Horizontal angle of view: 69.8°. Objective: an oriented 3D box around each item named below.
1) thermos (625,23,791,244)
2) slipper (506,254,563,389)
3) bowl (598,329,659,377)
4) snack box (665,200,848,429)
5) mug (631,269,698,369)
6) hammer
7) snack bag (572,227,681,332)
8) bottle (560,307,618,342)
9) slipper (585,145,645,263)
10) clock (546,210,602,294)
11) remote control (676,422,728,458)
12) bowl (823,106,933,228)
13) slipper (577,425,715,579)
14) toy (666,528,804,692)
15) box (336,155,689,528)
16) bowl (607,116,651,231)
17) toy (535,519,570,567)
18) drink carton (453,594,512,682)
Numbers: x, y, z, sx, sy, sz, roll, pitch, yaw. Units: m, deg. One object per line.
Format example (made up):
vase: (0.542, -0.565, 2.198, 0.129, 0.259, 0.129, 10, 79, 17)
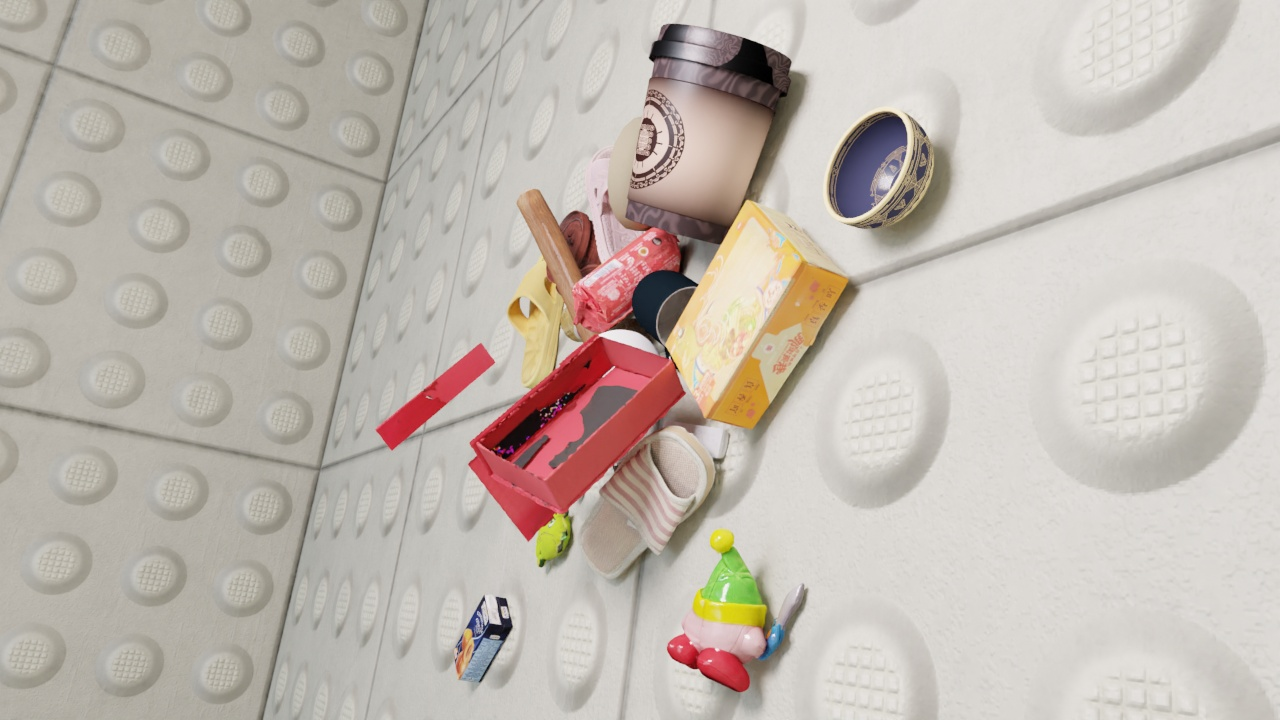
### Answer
thermos: (0.072, -0.266, 1.105, 0.173, 0.172, 0.226, 35, 113, 61)
slipper: (-0.182, -0.079, 1.545, 0.100, 0.078, 0.263, -33, 49, 53)
bowl: (-0.007, 0.007, 1.177, 0.114, 0.050, 0.115, 45, 154, 30)
snack box: (0.122, -0.046, 0.973, 0.196, 0.080, 0.145, -61, 30, 24)
mug: (0.041, -0.047, 1.134, 0.094, 0.085, 0.122, -136, 37, -60)
hammer: (-0.107, -0.112, 1.305, 0.158, 0.037, 0.300, -36, 72, 35)
snack bag: (-0.014, -0.106, 1.201, 0.176, 0.082, 0.082, -40, 20, -21)
bottle: (-0.046, -0.077, 1.321, 0.166, 0.059, 0.059, -24, 54, 44)
slipper: (-0.024, -0.228, 1.322, 0.065, 0.094, 0.238, -45, 42, 48)
clock: (-0.090, -0.151, 1.421, 0.121, 0.072, 0.157, -18, 59, 57)
remote control: (0.062, 0.092, 1.080, 0.131, 0.012, 0.033, 2, 79, 61)
bowl: (0.233, -0.173, 0.863, 0.113, 0.061, 0.112, -37, 44, 48)
slipper: (-0.006, 0.179, 1.077, 0.115, 0.052, 0.264, 51, 131, 17)
toy: (0.085, 0.241, 0.885, 0.124, 0.097, 0.131, 6, 62, 55)
box: (-0.118, -0.022, 0.992, 0.216, 0.352, 0.198, -41, 35, -27)
bowl: (0.020, -0.245, 1.221, 0.050, 0.152, 0.152, 14, 87, 31)
toy: (-0.127, 0.252, 1.312, 0.094, 0.036, 0.094, 3, 76, 69)
drink carton: (-0.244, 0.430, 1.419, 0.130, 0.040, 0.064, -60, 31, 22)
